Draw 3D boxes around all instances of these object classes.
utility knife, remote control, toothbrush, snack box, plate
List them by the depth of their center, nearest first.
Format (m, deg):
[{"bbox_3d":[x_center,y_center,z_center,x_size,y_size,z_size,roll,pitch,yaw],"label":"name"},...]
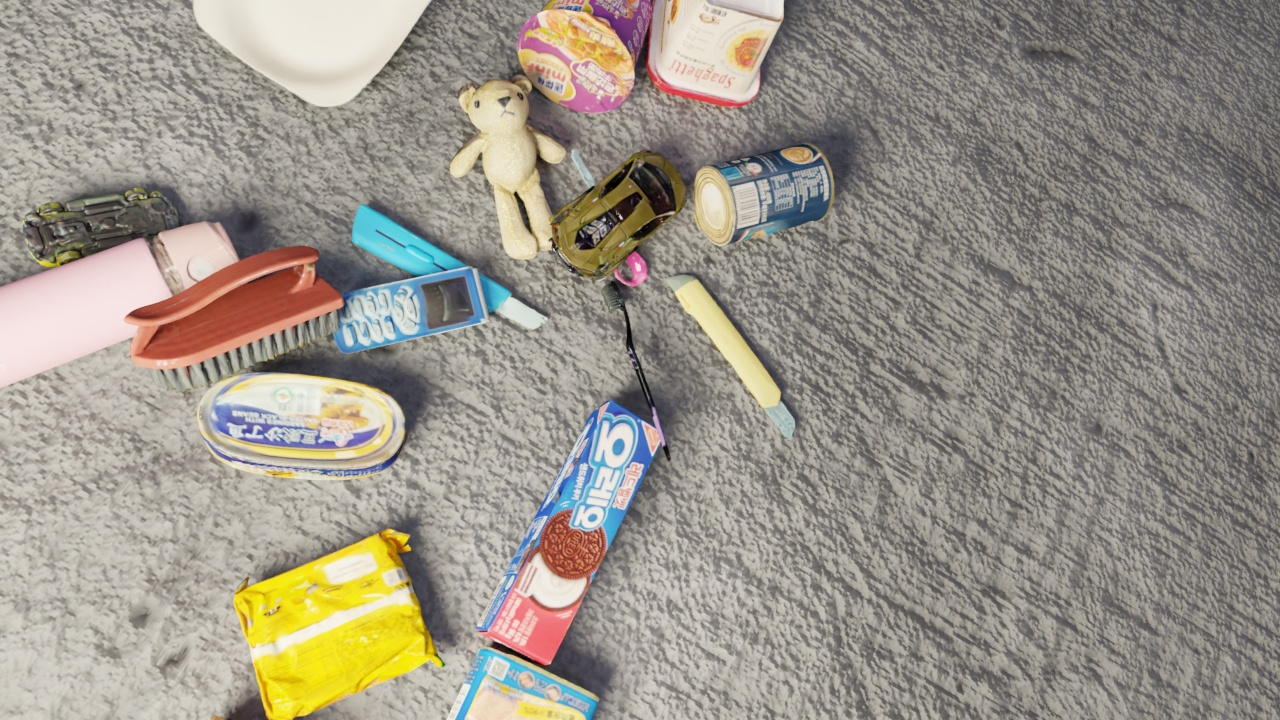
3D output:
[{"bbox_3d":[-0.054,0.132,0.728,0.058,0.057,0.207,32,67,-10],"label":"snack box"},{"bbox_3d":[-0.188,-0.041,0.747,0.124,0.024,0.049,-14,92,-15],"label":"remote control"},{"bbox_3d":[-0.005,0.005,0.770,0.016,0.014,0.188,-13,56,-8],"label":"toothbrush"},{"bbox_3d":[-0.161,-0.074,0.776,0.182,0.018,0.034,29,67,-9],"label":"utility knife"},{"bbox_3d":[-0.275,-0.307,0.785,0.164,0.034,0.163,35,82,-2],"label":"plate"},{"bbox_3d":[0.087,-0.007,0.832,0.031,0.019,0.183,-34,80,-19],"label":"utility knife"}]

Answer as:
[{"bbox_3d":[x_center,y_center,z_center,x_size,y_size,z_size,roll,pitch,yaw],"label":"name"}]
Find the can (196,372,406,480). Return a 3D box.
[{"bbox_3d":[-0.253,0.050,0.694,0.148,0.049,0.074,7,73,-16],"label":"can"}]

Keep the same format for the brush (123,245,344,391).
[{"bbox_3d":[-0.295,-0.033,0.665,0.145,0.069,0.063,-29,48,-35],"label":"brush"}]

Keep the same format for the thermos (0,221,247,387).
[{"bbox_3d":[-0.391,-0.034,0.673,0.198,0.067,0.087,-26,115,-24],"label":"thermos"}]

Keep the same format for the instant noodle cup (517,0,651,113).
[{"bbox_3d":[-0.042,-0.299,0.835,0.111,0.112,0.099,27,59,-8],"label":"instant noodle cup"}]

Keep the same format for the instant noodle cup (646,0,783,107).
[{"bbox_3d":[0.075,-0.319,0.863,0.116,0.124,0.116,9,71,-15],"label":"instant noodle cup"}]

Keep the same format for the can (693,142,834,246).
[{"bbox_3d":[0.112,-0.154,0.853,0.111,0.075,0.075,-17,80,-21],"label":"can"}]

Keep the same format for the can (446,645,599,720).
[{"bbox_3d":[-0.091,0.269,0.677,0.102,0.057,0.083,29,65,-8],"label":"can"}]

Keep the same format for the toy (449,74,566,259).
[{"bbox_3d":[-0.110,-0.166,0.793,0.105,0.066,0.157,-15,96,-14],"label":"toy"}]

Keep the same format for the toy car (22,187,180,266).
[{"bbox_3d":[-0.408,-0.099,0.699,0.105,0.032,0.048,-21,81,-33],"label":"toy car"}]

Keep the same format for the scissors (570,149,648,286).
[{"bbox_3d":[-0.024,-0.132,0.826,0.133,0.017,0.133,-35,100,-32],"label":"scissors"}]

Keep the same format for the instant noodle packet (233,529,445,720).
[{"bbox_3d":[-0.217,0.192,0.667,0.128,0.044,0.110,-17,79,-23],"label":"instant noodle packet"}]

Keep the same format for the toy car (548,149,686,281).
[{"bbox_3d":[-0.016,-0.130,0.798,0.070,0.042,0.157,50,59,-9],"label":"toy car"}]

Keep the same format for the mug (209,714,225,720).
[{"bbox_3d":[-0.243,0.295,0.613,0.122,0.078,0.078,24,69,-14],"label":"mug"}]
